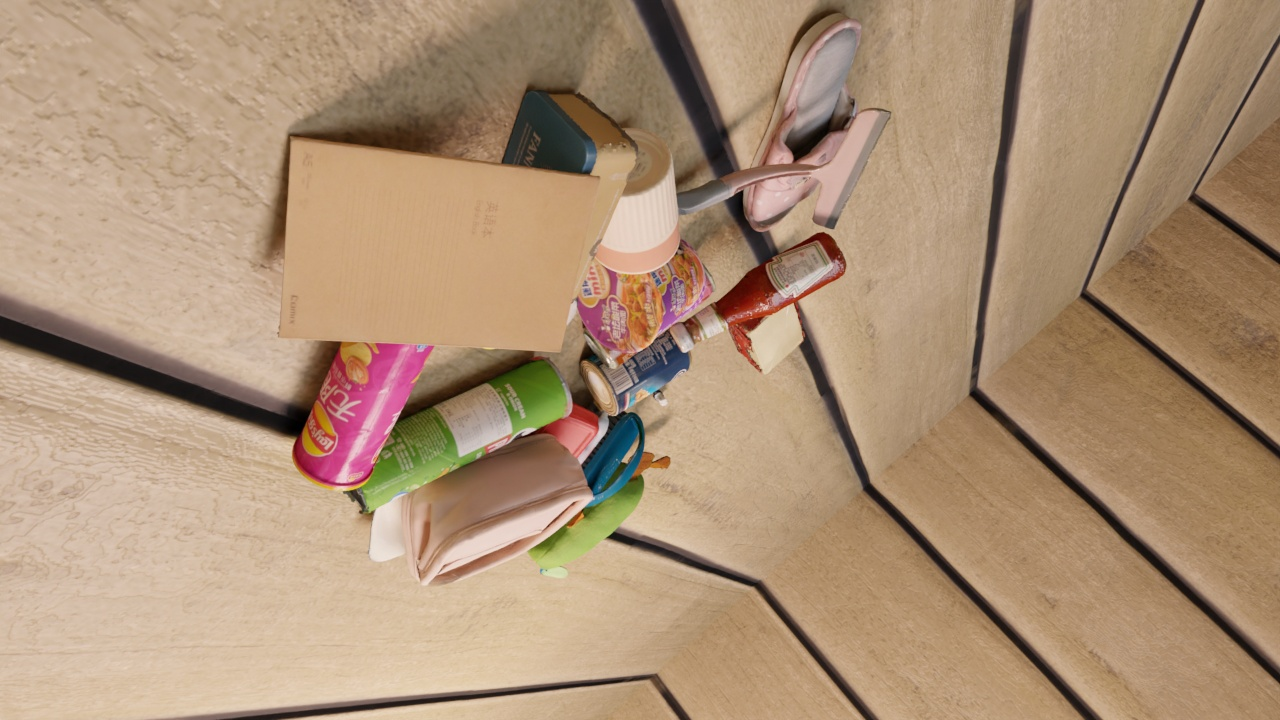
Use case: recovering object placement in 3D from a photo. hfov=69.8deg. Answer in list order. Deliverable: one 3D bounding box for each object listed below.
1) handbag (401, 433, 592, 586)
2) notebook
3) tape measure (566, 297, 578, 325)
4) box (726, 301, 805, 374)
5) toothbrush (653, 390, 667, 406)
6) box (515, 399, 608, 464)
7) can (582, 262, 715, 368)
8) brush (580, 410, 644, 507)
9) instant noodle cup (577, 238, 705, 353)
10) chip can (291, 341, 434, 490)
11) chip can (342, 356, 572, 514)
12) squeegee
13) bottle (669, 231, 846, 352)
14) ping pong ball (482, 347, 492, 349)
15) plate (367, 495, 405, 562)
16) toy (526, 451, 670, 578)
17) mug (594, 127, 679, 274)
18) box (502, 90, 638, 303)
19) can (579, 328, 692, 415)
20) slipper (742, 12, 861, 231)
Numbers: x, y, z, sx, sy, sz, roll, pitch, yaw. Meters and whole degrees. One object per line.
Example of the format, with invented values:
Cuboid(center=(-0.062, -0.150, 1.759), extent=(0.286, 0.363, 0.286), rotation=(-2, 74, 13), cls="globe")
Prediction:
Cuboid(center=(-0.176, 0.191, 1.029), extent=(0.192, 0.093, 0.235), rotation=(-16, 151, -36), cls="handbag")
Cuboid(center=(-0.145, -0.076, 0.659), extent=(0.211, 0.012, 0.150), rotation=(3, 122, -22), cls="notebook")
Cuboid(center=(-0.095, -0.052, 0.886), extent=(0.065, 0.033, 0.066), rotation=(-37, 153, -6), cls="tape measure")
Cuboid(center=(0.170, -0.042, 1.238), extent=(0.091, 0.076, 0.168), rotation=(-42, 155, -2), cls="box")
Cuboid(center=(0.008, 0.026, 1.190), extent=(0.015, 0.018, 0.181), rotation=(-38, 154, -1), cls="toothbrush")
Cuboid(center=(-0.120, 0.114, 1.121), extent=(0.118, 0.098, 0.202), rotation=(24, 118, -29), cls="box")
Cuboid(center=(0.009, -0.055, 1.004), extent=(0.147, 0.058, 0.058), rotation=(-38, 155, -9), cls="can")
Cuboid(center=(-0.040, 0.128, 1.180), extent=(0.143, 0.073, 0.055), rotation=(-55, 150, -19), cls="brush")
Cuboid(center=(0.005, -0.073, 0.915), extent=(0.099, 0.111, 0.112), rotation=(-26, 152, -45), cls="instant noodle cup")
Cuboid(center=(-0.222, 0.013, 0.761), extent=(0.071, 0.071, 0.211), rotation=(-9, 140, -50), cls="chip can")
Cuboid(center=(-0.183, 0.070, 0.914), extent=(0.235, 0.072, 0.072), rotation=(-26, 151, -30), cls="chip can")
Cuboid(center=(0.093, -0.167, 0.904), extent=(0.249, 0.040, 0.248), rotation=(-14, 165, -4), cls="squeegee")
Cuboid(center=(0.129, -0.072, 1.025), extent=(0.206, 0.059, 0.060), rotation=(-29, 155, 0), cls="bottle")
Cuboid(center=(-0.139, -0.030, 0.847), extent=(0.040, 0.040, 0.040), rotation=(-33, 154, -18), cls="ping pong ball")
Cuboid(center=(-0.225, 0.146, 1.012), extent=(0.163, 0.034, 0.165), rotation=(-14, 142, -39), cls="plate")
Cuboid(center=(-0.066, 0.206, 1.288), extent=(0.247, 0.090, 0.227), rotation=(-42, 171, 2), cls="toy")
Cuboid(center=(-0.024, -0.137, 0.807), extent=(0.114, 0.081, 0.106), rotation=(-8, 149, -1), cls="mug")
Cuboid(center=(-0.069, -0.129, 0.731), extent=(0.060, 0.090, 0.185), rotation=(-18, 144, -40), cls="box")
Cuboid(center=(-0.006, 0.006, 1.061), extent=(0.111, 0.075, 0.075), rotation=(-31, 154, -21), cls="can")
Cuboid(center=(0.174, -0.230, 0.955), extent=(0.114, 0.054, 0.275), rotation=(-29, 153, -27), cls="slipper")
